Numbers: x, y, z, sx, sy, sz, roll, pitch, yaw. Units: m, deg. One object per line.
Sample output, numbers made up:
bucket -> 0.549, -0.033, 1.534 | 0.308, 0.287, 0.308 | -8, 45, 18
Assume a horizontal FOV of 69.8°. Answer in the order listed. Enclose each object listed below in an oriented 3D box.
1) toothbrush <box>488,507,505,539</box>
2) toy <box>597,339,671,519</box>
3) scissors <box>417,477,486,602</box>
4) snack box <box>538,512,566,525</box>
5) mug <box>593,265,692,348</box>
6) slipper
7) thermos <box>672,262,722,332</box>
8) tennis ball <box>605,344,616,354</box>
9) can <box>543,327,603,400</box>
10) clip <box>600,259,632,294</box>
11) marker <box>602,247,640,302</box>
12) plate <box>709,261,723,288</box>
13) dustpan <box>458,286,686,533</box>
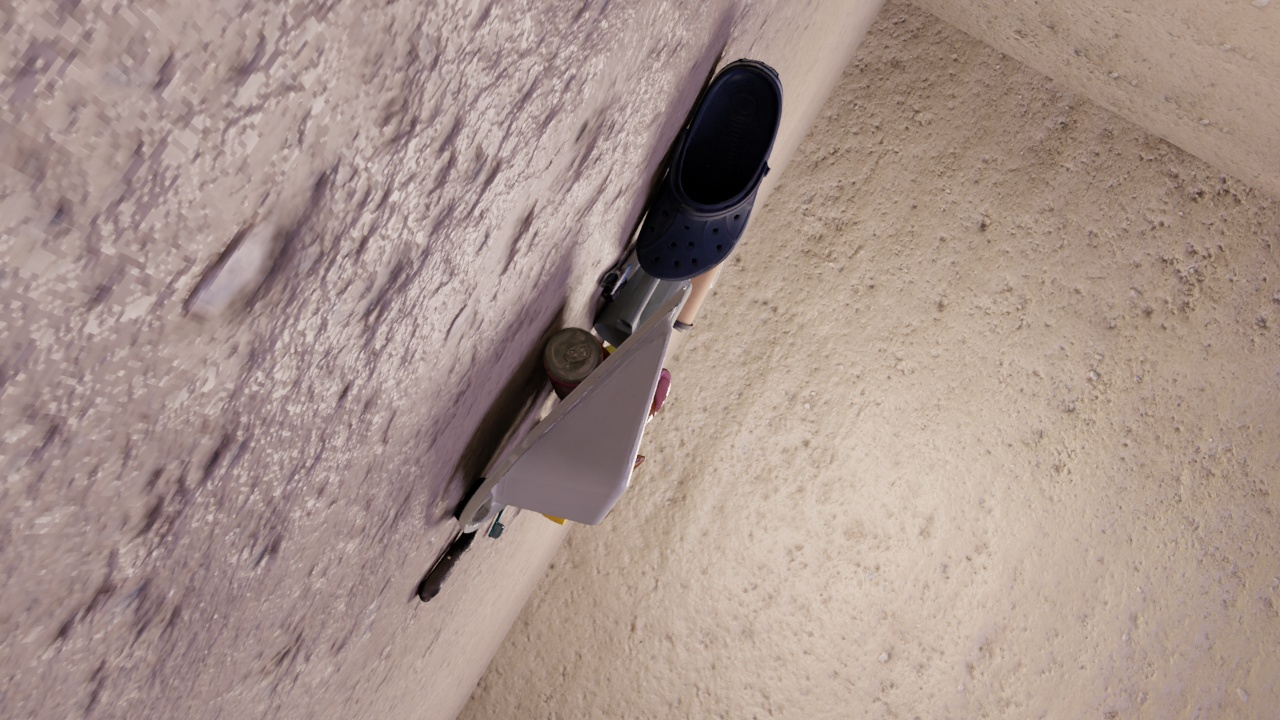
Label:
toothbrush -> -0.160, 0.166, 1.184 | 0.192, 0.018, 0.016 | -62, 175, 31
toy -> -0.051, 0.081, 1.098 | 0.199, 0.140, 0.130 | -63, 167, 0
scissors -> -0.175, 0.171, 1.015 | 0.220, 0.022, 0.233 | -57, 175, -22
snack box -> -0.089, 0.140, 1.474 | 0.209, 0.070, 0.158 | -56, 174, -38
mug -> 0.006, -0.068, 1.084 | 0.103, 0.084, 0.124 | -60, 174, -16
slipper -> 0.075, -0.181, 0.944 | 0.095, 0.105, 0.253 | -66, -178, -61
thermos -> 0.060, -0.112, 1.300 | 0.143, 0.093, 0.093 | -57, 176, 12
tennis ball -> -0.032, 0.008, 1.272 | 0.065, 0.065, 0.065 | -59, 176, -8
can -> -0.066, 0.009, 0.936 | 0.058, 0.058, 0.147 | -59, 176, -11
clip -> -0.028, -0.090, 0.992 | 0.026, 0.036, 0.057 | -60, 180, 31
marker -> -0.005, -0.116, 1.052 | 0.130, 0.018, 0.023 | -56, -167, -30
plate -> 0.114, -0.199, 1.409 | 0.205, 0.045, 0.205 | 18, 89, -82
dustpan -> -0.073, 0.062, 0.907 | 0.223, 0.142, 0.257 | 118, -13, -66
